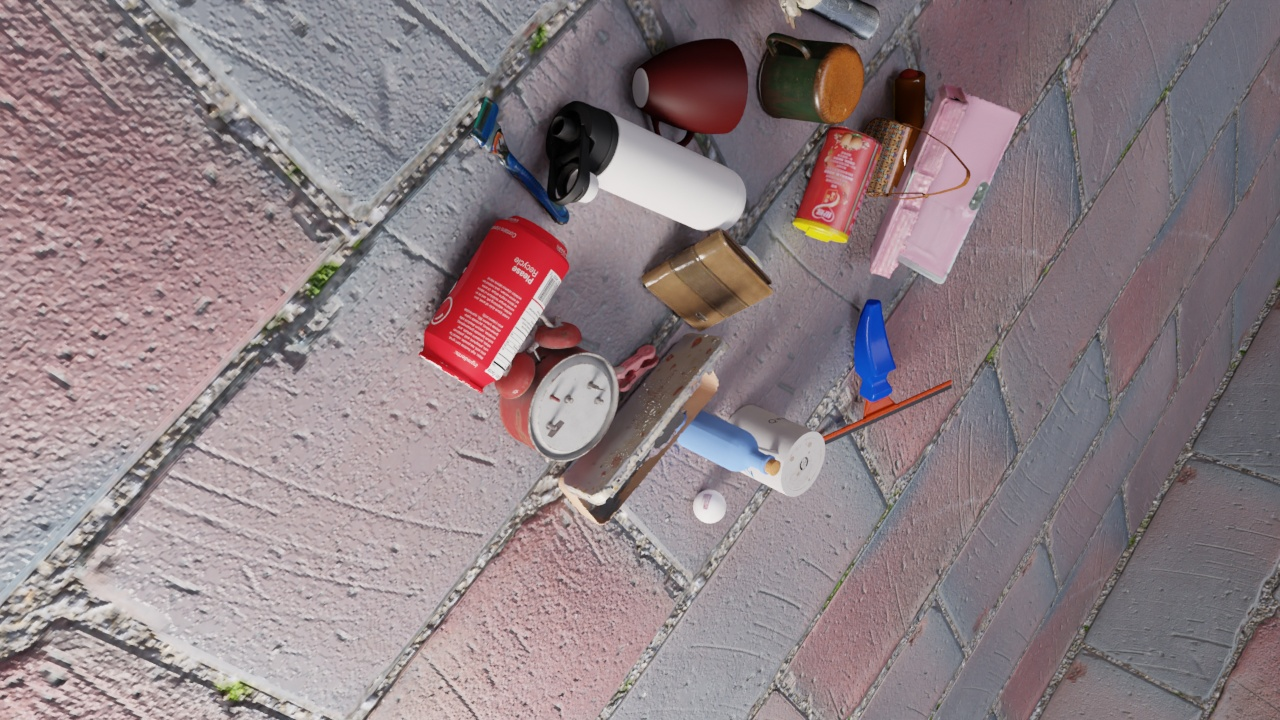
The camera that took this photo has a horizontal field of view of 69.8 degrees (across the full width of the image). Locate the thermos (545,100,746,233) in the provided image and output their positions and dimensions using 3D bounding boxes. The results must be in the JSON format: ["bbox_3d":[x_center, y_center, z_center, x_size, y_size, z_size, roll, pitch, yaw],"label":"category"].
[{"bbox_3d":[0.009,-0.163,0.855,0.229,0.069,0.101,13,67,-46],"label":"thermos"}]

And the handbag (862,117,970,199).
[{"bbox_3d":[0.317,-0.225,1.054,0.043,0.196,0.093,10,104,-25],"label":"handbag"}]

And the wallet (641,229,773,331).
[{"bbox_3d":[0.073,-0.081,0.964,0.099,0.026,0.121,-29,143,20],"label":"wallet"}]

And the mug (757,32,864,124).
[{"bbox_3d":[0.174,-0.301,0.960,0.111,0.081,0.085,40,78,-46],"label":"mug"}]

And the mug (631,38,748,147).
[{"bbox_3d":[0.037,-0.245,0.862,0.088,0.087,0.114,-8,142,-24],"label":"mug"}]

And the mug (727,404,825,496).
[{"bbox_3d":[0.148,0.105,1.102,0.119,0.096,0.083,15,96,-47],"label":"mug"}]

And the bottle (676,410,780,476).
[{"bbox_3d":[0.101,0.097,1.026,0.047,0.131,0.048,-20,121,-38],"label":"bottle"}]

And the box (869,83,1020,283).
[{"bbox_3d":[0.374,-0.207,1.128,0.099,0.107,0.233,-60,168,-61],"label":"box"}]

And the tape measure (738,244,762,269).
[{"bbox_3d":[0.108,-0.093,1.034,0.064,0.017,0.065,39,79,-47],"label":"tape measure"}]

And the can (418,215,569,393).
[{"bbox_3d":[-0.123,-0.049,0.780,0.074,0.074,0.142,40,78,-46],"label":"can"}]

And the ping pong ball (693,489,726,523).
[{"bbox_3d":[0.084,0.177,1.112,0.040,0.040,0.040,-20,121,-38],"label":"ping pong ball"}]

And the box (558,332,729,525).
[{"bbox_3d":[0.015,0.074,0.959,0.216,0.096,0.115,-49,138,-17],"label":"box"}]

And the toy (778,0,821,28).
[{"bbox_3d":[0.153,-0.375,0.881,0.112,0.050,0.087,-56,140,-1],"label":"toy"}]

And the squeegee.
[{"bbox_3d":[0.321,-0.001,1.260,0.249,0.055,0.185,-21,123,-17],"label":"squeegee"}]

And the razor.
[{"bbox_3d":[-0.103,-0.162,0.792,0.141,0.018,0.043,48,48,-47],"label":"razor"}]

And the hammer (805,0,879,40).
[{"bbox_3d":[0.151,-0.396,0.932,0.325,0.036,0.140,2,108,-46],"label":"hammer"}]

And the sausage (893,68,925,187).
[{"bbox_3d":[0.339,-0.291,1.161,0.040,0.040,0.156,-33,130,-31],"label":"sausage"}]

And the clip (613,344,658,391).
[{"bbox_3d":[-0.005,0.011,0.966,0.060,0.023,0.044,-23,127,-35],"label":"clip"}]

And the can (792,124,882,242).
[{"bbox_3d":[0.230,-0.204,1.069,0.066,0.067,0.124,16,96,-47],"label":"can"}]

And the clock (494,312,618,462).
[{"bbox_3d":[-0.079,0.025,0.867,0.109,0.062,0.157,-43,132,-23],"label":"clock"}]
